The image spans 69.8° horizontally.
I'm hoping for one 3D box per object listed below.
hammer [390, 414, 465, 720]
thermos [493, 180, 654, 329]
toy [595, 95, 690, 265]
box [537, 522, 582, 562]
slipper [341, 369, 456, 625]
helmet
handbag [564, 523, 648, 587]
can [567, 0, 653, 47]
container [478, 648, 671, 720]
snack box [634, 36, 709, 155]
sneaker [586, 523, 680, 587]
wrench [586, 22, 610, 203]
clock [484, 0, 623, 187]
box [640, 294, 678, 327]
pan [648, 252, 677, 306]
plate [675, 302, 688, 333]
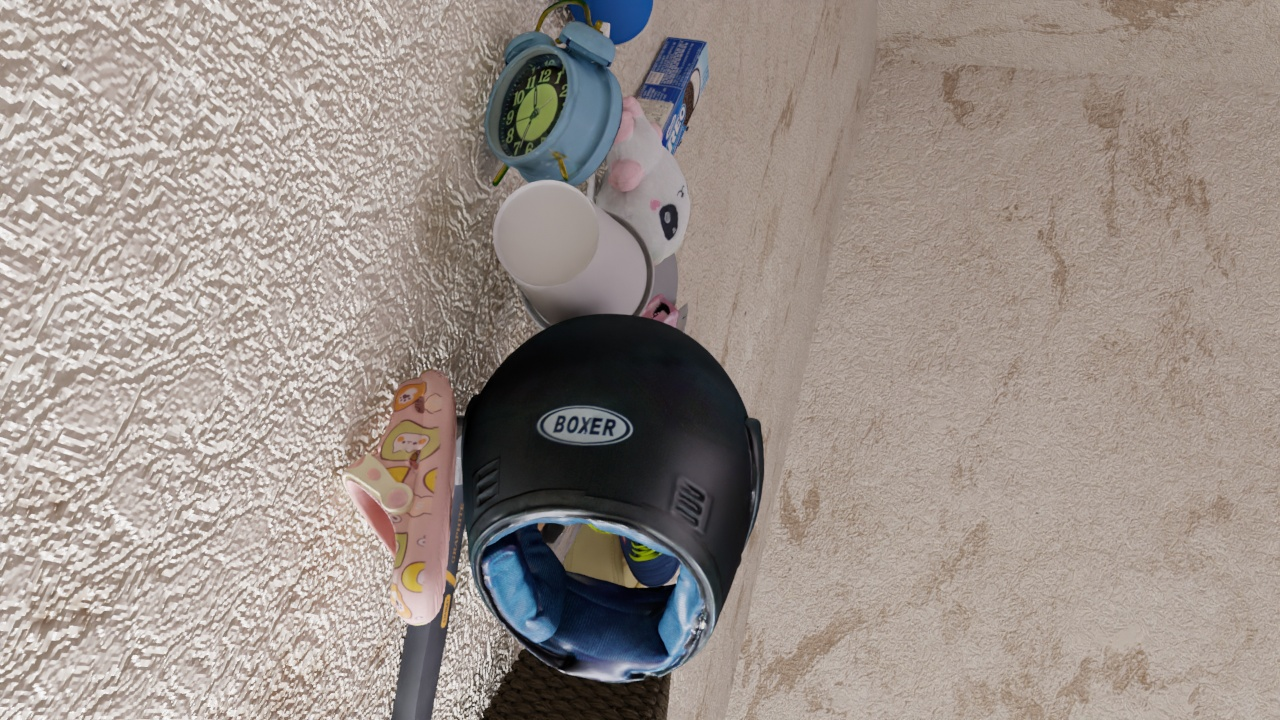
[{"bbox_3d":[-0.179,0.204,0.811,0.139,0.035,0.312,1,100,-70],"label":"hammer"},{"bbox_3d":[-0.060,-0.087,0.795,0.222,0.131,0.131,36,65,-83],"label":"thermos"},{"bbox_3d":[-0.002,-0.189,0.977,0.138,0.101,0.180,-64,152,-45],"label":"toy"},{"bbox_3d":[-0.092,0.174,1.040,0.215,0.063,0.081,-59,157,-46],"label":"box"},{"bbox_3d":[-0.178,0.098,0.678,0.093,0.081,0.197,104,-16,-55],"label":"slipper"},{"bbox_3d":[-0.020,0.102,0.785,0.317,0.249,0.235,82,12,-47],"label":"helmet"},{"bbox_3d":[-0.016,0.206,1.230,0.232,0.089,0.191,-28,123,-68],"label":"handbag"},{"bbox_3d":[-0.040,-0.360,0.839,0.146,0.079,0.078,51,52,-67],"label":"can"},{"bbox_3d":[-0.063,0.445,1.031,0.204,0.176,0.322,-64,162,-46],"label":"container"},{"bbox_3d":[0.027,-0.304,1.116,0.059,0.059,0.225,83,24,-53],"label":"snack box"},{"bbox_3d":[0.000,0.183,1.056,0.091,0.116,0.242,-103,-179,-61],"label":"sneaker"},{"bbox_3d":[-0.043,-0.223,0.893,0.274,0.009,0.047,102,-4,-65],"label":"wrench"},{"bbox_3d":[-0.072,-0.220,0.765,0.060,0.118,0.162,16,80,-49],"label":"clock"},{"bbox_3d":[-0.007,0.006,1.009,0.098,0.037,0.233,-39,166,-13],"label":"box"},{"bbox_3d":[0.001,-0.024,1.152,0.200,0.051,0.357,-53,142,-37],"label":"pan"},{"bbox_3d":[0.044,0.004,1.162,0.157,0.014,0.157,15,82,-89],"label":"plate"}]
